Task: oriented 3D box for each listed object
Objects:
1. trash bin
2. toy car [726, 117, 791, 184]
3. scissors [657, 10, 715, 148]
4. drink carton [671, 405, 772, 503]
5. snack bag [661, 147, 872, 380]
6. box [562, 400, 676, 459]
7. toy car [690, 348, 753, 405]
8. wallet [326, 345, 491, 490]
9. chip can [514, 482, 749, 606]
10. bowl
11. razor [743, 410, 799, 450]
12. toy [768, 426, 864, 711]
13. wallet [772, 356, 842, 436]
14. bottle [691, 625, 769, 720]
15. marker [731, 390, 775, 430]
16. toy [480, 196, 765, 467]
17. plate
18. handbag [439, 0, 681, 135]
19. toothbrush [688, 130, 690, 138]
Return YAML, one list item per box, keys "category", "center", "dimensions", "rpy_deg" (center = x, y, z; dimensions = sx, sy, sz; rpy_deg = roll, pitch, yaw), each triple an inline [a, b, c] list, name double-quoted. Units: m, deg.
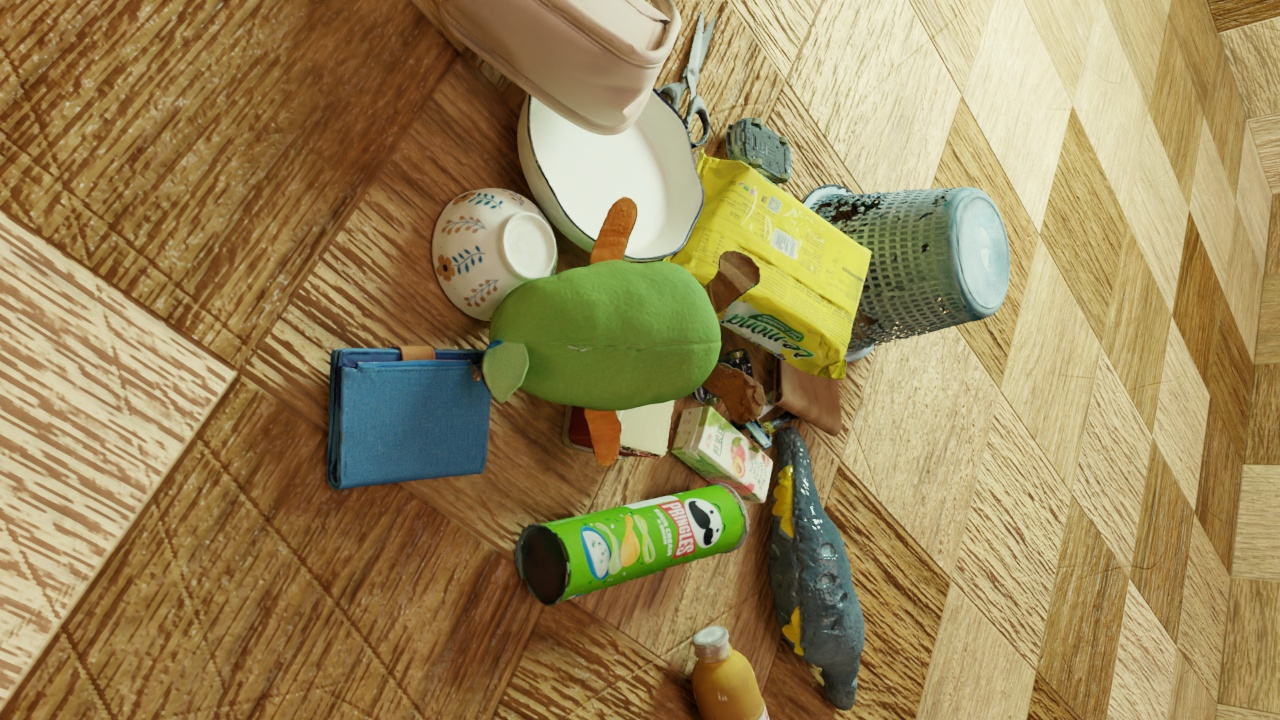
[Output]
- category: "trash bin"
  center: [0.319, -0.117, 1.098]
  dimensions: [0.226, 0.196, 0.226]
  rpy_deg: [5, 83, -44]
- category: "toy car"
  center: [0.136, -0.236, 1.041]
  dimensions: [0.120, 0.037, 0.054]
  rpy_deg: [6, 82, -54]
- category: "scissors"
  center: [0.048, -0.306, 0.971]
  dimensions: [0.145, 0.014, 0.172]
  rpy_deg: [-13, 84, -34]
- category: "drink carton"
  center: [0.085, 0.100, 0.956]
  dimensions: [0.122, 0.046, 0.053]
  rpy_deg: [40, 55, -36]
- category: "snack bag"
  center: [0.138, -0.100, 0.955]
  dimensions: [0.246, 0.068, 0.157]
  rpy_deg: [28, 68, -23]
- category: "box"
  center: [-0.005, 0.005, 0.852]
  dimensions: [0.091, 0.080, 0.168]
  rpy_deg: [19, 74, -41]
- category: "toy car"
  center: [0.082, 0.017, 0.967]
  dimensions: [0.090, 0.035, 0.042]
  rpy_deg: [-24, 102, -42]
- category: "wallet"
  center: [-0.177, 0.041, 0.710]
  dimensions: [0.132, 0.040, 0.106]
  rpy_deg: [-1, 96, -46]
- category: "chip can"
  center: [-0.002, 0.165, 0.849]
  dimensions: [0.235, 0.072, 0.072]
  rpy_deg: [-4, 89, -44]
- category: "bowl"
  center: [-0.110, -0.091, 0.770]
  dimensions: [0.113, 0.062, 0.113]
  rpy_deg: [4, 84, -46]
- category: "razor"
  center: [0.149, 0.069, 1.020]
  dimensions: [0.042, 0.022, 0.142]
  rpy_deg: [53, 31, 12]
- category: "toy"
  center: [0.198, 0.258, 1.035]
  dimensions: [0.137, 0.091, 0.356]
  rpy_deg: [-44, 122, -69]
- category: "wallet"
  center: [0.193, 0.020, 1.063]
  dimensions: [0.101, 0.020, 0.115]
  rpy_deg: [29, 50, -30]
- category: "bottle"
  center: [0.095, 0.361, 0.929]
  dimensions: [0.067, 0.068, 0.189]
  rpy_deg: [-27, 105, -42]
- category: "marker"
  center: [0.145, 0.045, 1.040]
  dimensions: [0.130, 0.018, 0.022]
  rpy_deg: [-30, 82, -42]
- category: "toy"
  center: [-0.012, -0.020, 0.760]
  dimensions: [0.246, 0.090, 0.227]
  rpy_deg: [0, 97, -19]
- category: "plate"
  center: [-0.029, -0.182, 0.843]
  dimensions: [0.204, 0.046, 0.204]
  rpy_deg: [18, 62, -38]
- category: "handbag"
  center: [-0.047, -0.319, 0.808]
  dimensions: [0.193, 0.094, 0.233]
  rpy_deg: [35, 44, -6]
- category: "toothbrush"
  center: [0.041, -0.151, 0.955]
  dimensions: [0.018, 0.016, 0.191]
  rpy_deg: [8, 81, -34]
